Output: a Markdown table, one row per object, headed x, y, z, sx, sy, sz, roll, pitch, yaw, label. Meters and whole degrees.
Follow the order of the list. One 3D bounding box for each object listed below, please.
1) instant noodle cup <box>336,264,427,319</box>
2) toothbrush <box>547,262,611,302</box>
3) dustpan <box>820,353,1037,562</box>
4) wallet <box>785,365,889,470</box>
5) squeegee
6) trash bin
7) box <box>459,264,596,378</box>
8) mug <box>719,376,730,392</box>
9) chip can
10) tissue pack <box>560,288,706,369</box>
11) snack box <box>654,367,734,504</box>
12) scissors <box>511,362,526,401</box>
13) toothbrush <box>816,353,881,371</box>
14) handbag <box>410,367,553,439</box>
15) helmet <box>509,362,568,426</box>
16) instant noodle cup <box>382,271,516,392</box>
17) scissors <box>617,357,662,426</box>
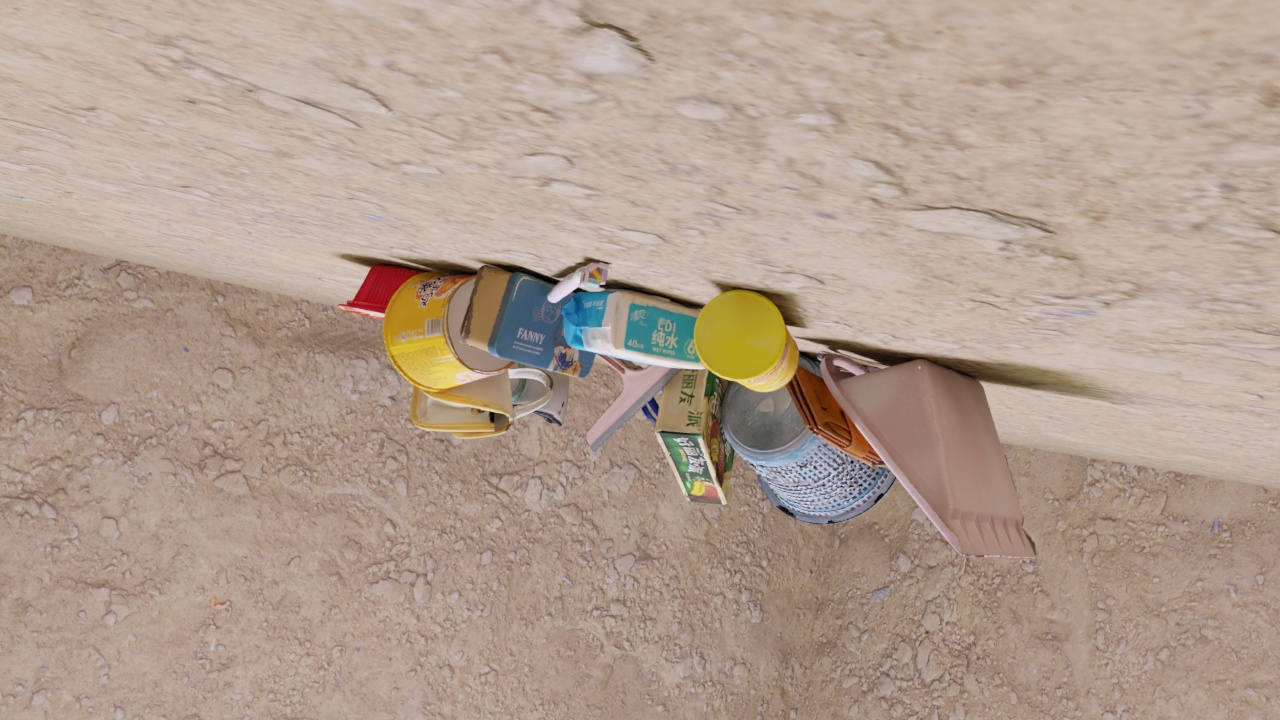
| x | y | z | sx | sy | sz | roll | pitch | yaw | label |
| --- | --- | --- | --- | --- | --- | --- | --- | --- | --- |
| -0.274 | -0.075 | 1.145 | 0.194 | 0.066 | 0.194 | 12 | 179 | 0 | instant noodle cup |
| -0.060 | -0.065 | 0.806 | 0.029 | 0.021 | 0.189 | -30 | -174 | -14 | toothbrush |
| 0.304 | 0.103 | 1.011 | 0.139 | 0.273 | 0.222 | -22 | 154 | 35 | dustpan |
| 0.215 | 0.066 | 0.996 | 0.130 | 0.035 | 0.119 | 27 | -153 | -33 | wallet |
| -0.082 | -0.027 | 1.125 | 0.249 | 0.248 | 0.040 | 33 | -146 | -19 | squeegee |
| 0.216 | 0.087 | 1.231 | 0.227 | 0.226 | 0.195 | 10 | 164 | 38 | trash bin |
| -0.109 | -0.039 | 0.933 | 0.059 | 0.090 | 0.184 | 17 | -178 | 29 | box |
| 0.073 | 0.001 | 1.267 | 0.103 | 0.084 | 0.125 | 10 | 153 | 10 | mug |
| 0.099 | -0.012 | 0.807 | 0.072 | 0.072 | 0.213 | 11 | 179 | 14 | chip can |
| 0.001 | -0.031 | 0.886 | 0.140 | 0.063 | 0.090 | 11 | 176 | -34 | tissue pack |
| 0.079 | 0.099 | 1.234 | 0.063 | 0.114 | 0.240 | 3 | 150 | 16 | snack box |
| -0.233 | -0.001 | 1.297 | 0.180 | 0.170 | 0.019 | 43 | 164 | 3 | scissors |
| 0.293 | 0.014 | 1.144 | 0.187 | 0.016 | 0.017 | 13 | -175 | -29 | toothbrush |
| -0.194 | 0.038 | 1.146 | 0.178 | 0.063 | 0.163 | 11 | -152 | -18 | handbag |
| -0.215 | -0.005 | 1.435 | 0.230 | 0.157 | 0.274 | 10 | -171 | -17 | helmet |
| -0.197 | -0.036 | 1.013 | 0.137 | 0.138 | 0.110 | 13 | 168 | -41 | instant noodle cup |
| -0.008 | 0.018 | 1.197 | 0.012 | 0.156 | 0.165 | -31 | 145 | 29 | scissors |
